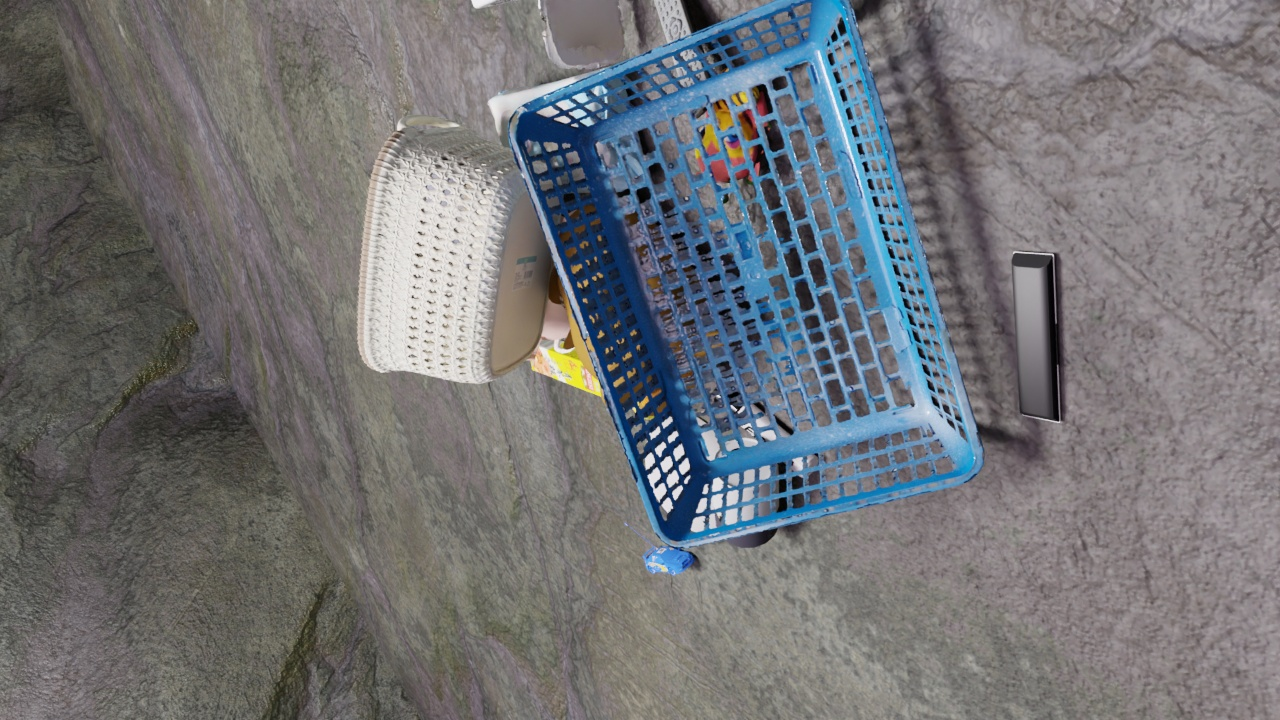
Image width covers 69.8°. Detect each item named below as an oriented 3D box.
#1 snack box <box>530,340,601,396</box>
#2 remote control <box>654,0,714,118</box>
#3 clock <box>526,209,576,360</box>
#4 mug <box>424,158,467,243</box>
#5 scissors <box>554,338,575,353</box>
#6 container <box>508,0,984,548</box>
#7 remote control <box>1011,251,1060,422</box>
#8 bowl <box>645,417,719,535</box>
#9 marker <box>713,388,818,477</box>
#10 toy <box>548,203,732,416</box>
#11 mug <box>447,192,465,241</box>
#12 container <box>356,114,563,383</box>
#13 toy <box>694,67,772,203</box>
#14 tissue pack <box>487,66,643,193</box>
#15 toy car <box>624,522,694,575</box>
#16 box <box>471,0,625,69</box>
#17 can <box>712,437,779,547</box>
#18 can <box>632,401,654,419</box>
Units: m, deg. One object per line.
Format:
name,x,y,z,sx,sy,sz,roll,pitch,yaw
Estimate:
snack box,-0.082,0.005,1.108,0.148,0.028,0.040,18,126,47
remote control,0.034,-0.266,0.750,0.033,0.013,0.136,-34,68,57
clock,-0.105,-0.088,0.985,0.131,0.086,0.161,11,110,11
mug,-0.233,-0.210,1.134,0.124,0.083,0.104,-119,22,-50
scissors,-0.089,-0.060,1.046,0.125,0.011,0.128,-7,112,28
container,0.083,-0.058,0.699,0.257,0.089,0.362,-16,101,17
remote control,0.272,-0.014,0.632,0.028,0.011,0.124,14,123,49
bowl,0.050,0.132,1.002,0.149,0.043,0.150,32,136,38
marker,0.117,0.065,0.882,0.126,0.025,0.025,41,140,30
toy,-0.017,-0.060,0.875,0.163,0.198,0.203,-34,66,21
mug,-0.160,-0.156,1.050,0.071,0.089,0.107,30,134,40
container,-0.170,-0.097,0.879,0.143,0.184,0.246,17,112,15
toy,0.074,-0.187,0.753,0.084,0.046,0.104,-124,37,-53
tissue pack,-0.071,-0.221,0.903,0.182,0.069,0.112,10,121,50
toy car,0.019,0.224,1.111,0.092,0.033,0.062,-15,107,56
box,-0.074,-0.318,0.813,0.126,0.108,0.137,7,121,49
can,0.101,0.126,0.884,0.064,0.064,0.127,39,156,32
can,-0.006,0.006,0.971,0.105,0.067,0.068,47,143,24
